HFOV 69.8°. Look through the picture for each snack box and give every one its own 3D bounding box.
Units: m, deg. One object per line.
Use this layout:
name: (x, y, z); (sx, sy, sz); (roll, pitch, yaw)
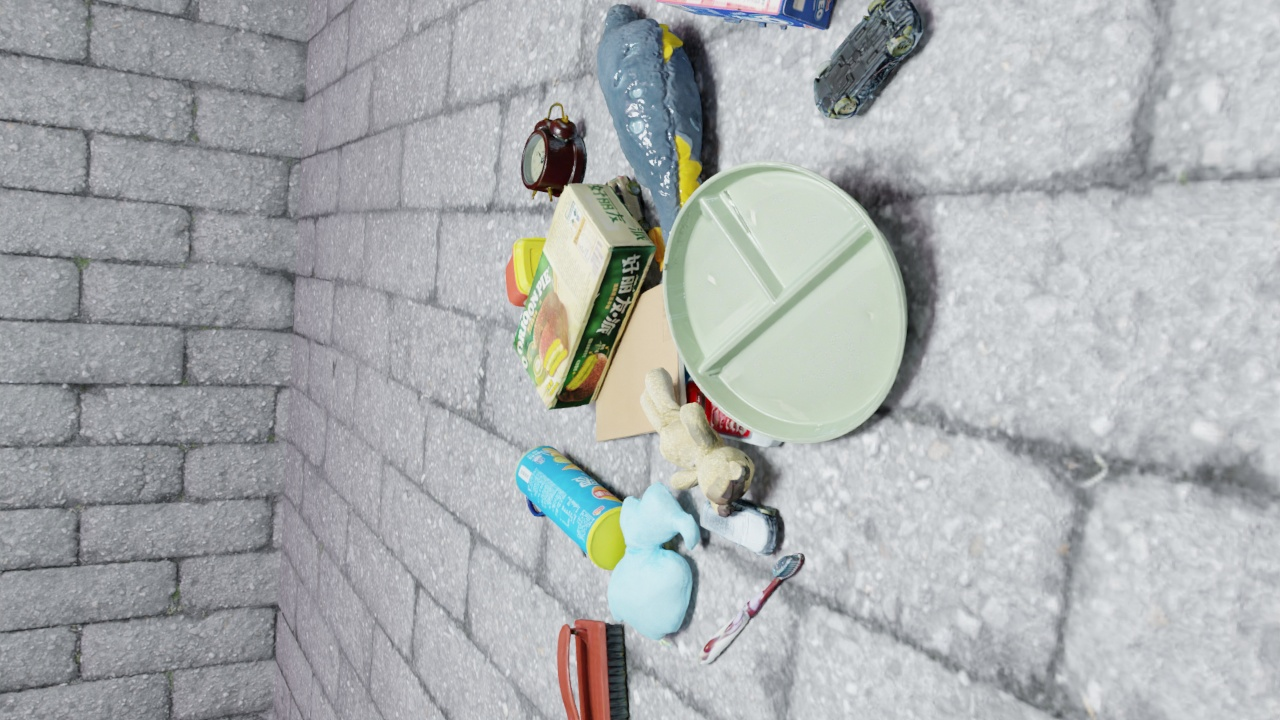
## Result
snack box: (-0.119, -0.102, 1.126); (0.080, 0.091, 0.082); (145, 122, -60)
snack box: (-0.069, -0.066, 1.018); (0.114, 0.063, 0.241); (57, 139, 35)
snack box: (0.091, -0.336, 0.822); (0.207, 0.057, 0.058); (38, 118, 53)

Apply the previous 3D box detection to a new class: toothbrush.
toothbrush: (0.093, 0.228, 0.828); (0.188, 0.017, 0.016); (-59, 41, 38)

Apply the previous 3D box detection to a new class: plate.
plate: (0.110, -0.045, 0.733); (0.230, 0.027, 0.230); (21, 121, 38)

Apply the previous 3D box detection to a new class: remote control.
remote control: (0.084, 0.045, 0.849); (0.136, 0.020, 0.056); (9, 95, 59)

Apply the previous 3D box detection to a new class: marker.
marker: (0.029, -0.084, 0.950); (0.018, 0.015, 0.123); (-46, 52, 53)

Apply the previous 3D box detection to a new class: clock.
clock: (-0.109, -0.259, 1.146); (0.082, 0.055, 0.122); (21, 105, 57)

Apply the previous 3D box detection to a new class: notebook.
notebook: (-0.006, 0.006, 0.988); (0.212, 0.012, 0.149); (160, 109, -63)

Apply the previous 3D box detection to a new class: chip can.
chip can: (-0.074, 0.164, 1.055); (0.210, 0.071, 0.071); (27, 111, 57)

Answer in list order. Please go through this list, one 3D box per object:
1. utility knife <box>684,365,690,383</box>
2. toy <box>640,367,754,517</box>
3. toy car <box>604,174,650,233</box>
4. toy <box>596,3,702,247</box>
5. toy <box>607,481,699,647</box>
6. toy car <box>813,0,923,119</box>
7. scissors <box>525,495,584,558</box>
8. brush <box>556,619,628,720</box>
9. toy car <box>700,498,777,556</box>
utility knife: (0.052, -0.003, 0.906); (0.161, 0.018, 0.034); (-49, 45, 48)
toy: (0.047, 0.069, 0.838); (0.157, 0.066, 0.105); (52, 141, 36)
toy car: (-0.018, -0.159, 1.013); (0.042, 0.035, 0.090); (-47, 53, 50)
toy: (0.009, -0.264, 0.935); (0.138, 0.091, 0.355); (91, 166, -62)
toy: (0.012, 0.212, 0.929); (0.162, 0.049, 0.156); (-33, 69, 43)
toy car: (0.174, -0.230, 0.704); (0.106, 0.031, 0.049); (-46, 50, 46)
scissors: (-0.105, 0.183, 1.162); (0.174, 0.012, 0.126); (-5, 85, 57)
brush: (-0.056, 0.363, 1.016); (0.063, 0.069, 0.145); (-20, 71, 58)
toy car: (0.089, 0.146, 0.826); (0.091, 0.034, 0.043); (13, 97, 56)
